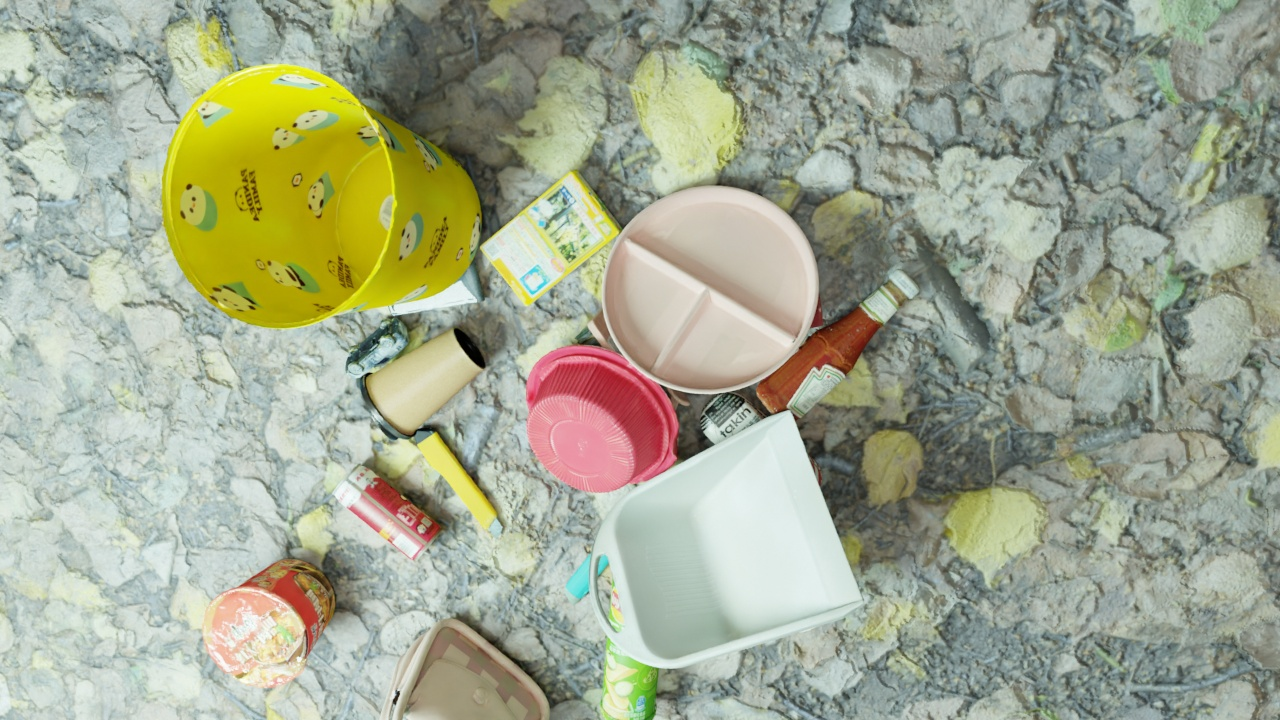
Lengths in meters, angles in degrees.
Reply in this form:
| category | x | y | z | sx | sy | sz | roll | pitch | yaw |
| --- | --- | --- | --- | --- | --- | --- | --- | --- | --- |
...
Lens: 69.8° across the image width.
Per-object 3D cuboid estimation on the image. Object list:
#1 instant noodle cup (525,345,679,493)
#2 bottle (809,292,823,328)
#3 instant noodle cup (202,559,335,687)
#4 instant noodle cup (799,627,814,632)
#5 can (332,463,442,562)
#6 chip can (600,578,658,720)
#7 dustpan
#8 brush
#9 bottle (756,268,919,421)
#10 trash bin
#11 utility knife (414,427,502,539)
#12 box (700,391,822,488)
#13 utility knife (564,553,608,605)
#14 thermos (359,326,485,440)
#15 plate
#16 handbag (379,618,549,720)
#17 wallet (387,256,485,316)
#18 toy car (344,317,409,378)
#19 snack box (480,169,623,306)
| category | x | y | z | sx | sy | sz | roll | pitch | yaw |
| --- | --- | --- | --- | --- | --- | --- | --- | --- | --- |
| instant noodle cup | -0.055 | 0.079 | 1.025 | 0.194 | 0.065 | 0.194 | 13 | 127 | 18 |
| bottle | 0.111 | -0.045 | 1.008 | 0.175 | 0.057 | 0.057 | -9 | 103 | 10 |
| instant noodle cup | -0.462 | 0.323 | 1.160 | 0.138 | 0.108 | 0.138 | 2 | 105 | 7 |
| instant noodle cup | 0.172 | 0.249 | 1.044 | 0.099 | 0.109 | 0.099 | 0 | 110 | 0 |
| can | -0.312 | 0.187 | 1.132 | 0.133 | 0.053 | 0.053 | 40 | 106 | -3 |
| chip can | -0.007 | 0.341 | 1.120 | 0.072 | 0.072 | 0.221 | 7 | 106 | 6 |
| dustpan | 0.066 | 0.207 | 0.978 | 0.259 | 0.142 | 0.222 | -47 | 50 | 43 |
| brush | -0.006 | 0.006 | 1.035 | 0.073 | 0.063 | 0.145 | -31 | 99 | 23 |
| bottle | 0.216 | -0.017 | 1.002 | 0.060 | 0.059 | 0.206 | 44 | 102 | -5 |
| trash bin | -0.291 | -0.150 | 0.920 | 0.230 | 0.255 | 0.229 | 1 | 94 | 13 |
| utility knife | -0.222 | 0.150 | 1.129 | 0.033 | 0.015 | 0.171 | -31 | 100 | 20 |
| box | 0.138 | 0.103 | 1.049 | 0.164 | 0.051 | 0.068 | 40 | 92 | -2 |
| utility knife | -0.030 | 0.220 | 1.121 | 0.029 | 0.013 | 0.218 | 37 | 109 | -1 |
| thermos | -0.255 | 0.026 | 1.068 | 0.143 | 0.093 | 0.093 | -35 | 98 | 6 |
| plate | 0.073 | -0.075 | 0.976 | 0.230 | 0.028 | 0.229 | -3 | 77 | 11 |
| handbag | -0.222 | 0.437 | 1.091 | 0.193 | 0.233 | 0.093 | 42 | 108 | -4 |
| wallet | -0.247 | -0.106 | 1.064 | 0.121 | 0.019 | 0.097 | -8 | 104 | 12 |
| toy car | -0.313 | -0.013 | 1.087 | 0.091 | 0.043 | 0.034 | -37 | 131 | 11 |
| snack box | -0.100 | -0.136 | 1.028 | 0.141 | 0.033 | 0.087 | -37 | 97 | 17 |
